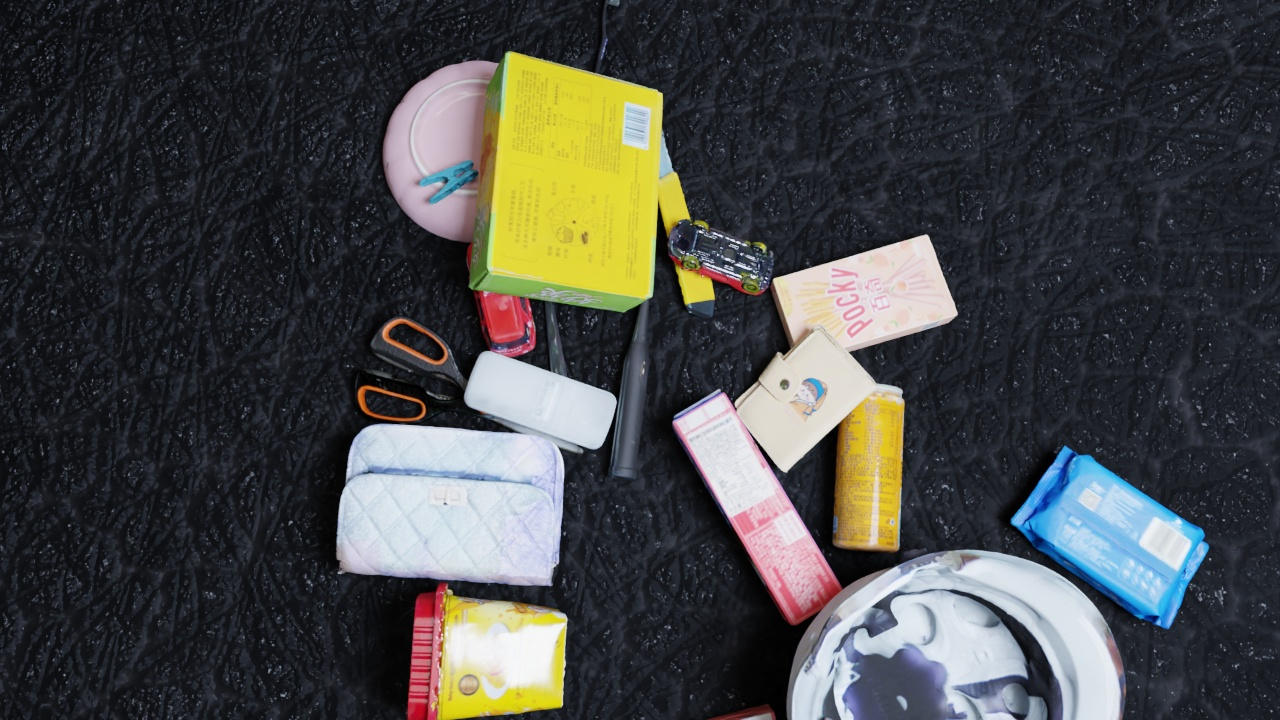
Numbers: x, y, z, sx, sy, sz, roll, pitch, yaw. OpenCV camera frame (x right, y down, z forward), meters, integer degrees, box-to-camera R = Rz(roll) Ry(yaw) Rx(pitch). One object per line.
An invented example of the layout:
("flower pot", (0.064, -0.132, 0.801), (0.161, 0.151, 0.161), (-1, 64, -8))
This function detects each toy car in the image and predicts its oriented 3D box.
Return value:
("toy car", (0.075, -0.098, 0.871), (0.106, 0.031, 0.049), (19, 63, -11))
("toy car", (-0.132, -0.063, 0.869), (0.053, 0.045, 0.120), (-14, 76, -4))

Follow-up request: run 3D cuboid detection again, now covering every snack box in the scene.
("snack box", (0.102, 0.129, 0.819), (0.058, 0.057, 0.207), (-30, 80, -3))
("snack box", (0.211, -0.057, 0.871), (0.157, 0.026, 0.084), (-16, 78, -3))
("snack box", (-0.068, -0.159, 0.847), (0.157, 0.070, 0.210), (8, 78, -22))
("snack box", (0.074, 0.370, 0.775), (0.113, 0.044, 0.127), (-14, 79, -2))

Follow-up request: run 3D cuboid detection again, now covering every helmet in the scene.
("helmet", (0.236, 0.271, 0.743), (0.258, 0.146, 0.229), (-27, 82, -13))

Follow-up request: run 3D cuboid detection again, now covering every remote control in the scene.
("remote control", (-0.092, 0.037, 0.844), (0.136, 0.020, 0.055), (19, 79, -1))

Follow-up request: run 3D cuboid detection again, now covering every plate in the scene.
("plate", (-0.162, -0.213, 0.902), (0.192, 0.039, 0.192), (0, 78, 1))

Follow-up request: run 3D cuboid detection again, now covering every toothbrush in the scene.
("toothbrush", (-0.086, -0.043, 0.879), (0.015, 0.018, 0.181), (-8, 80, -4))
("toothbrush", (-0.040, -0.306, 0.934), (0.016, 0.014, 0.188), (12, 79, -9))
("toothbrush", (-0.005, 0.005, 0.863), (0.026, 0.027, 0.212), (18, 73, -42))

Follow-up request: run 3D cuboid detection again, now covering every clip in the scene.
("clip", (-0.180, -0.171, 0.866), (0.056, 0.014, 0.040), (-30, 80, -6))

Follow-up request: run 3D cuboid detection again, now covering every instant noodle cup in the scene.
("instant noodle cup", (-0.128, 0.249, 0.775), (0.123, 0.116, 0.116), (4, 78, -10))

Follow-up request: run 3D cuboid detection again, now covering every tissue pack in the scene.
("tissue pack", (0.414, 0.155, 0.811), (0.157, 0.052, 0.095), (35, 79, 7))

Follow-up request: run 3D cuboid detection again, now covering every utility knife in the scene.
("utility knife", (0.037, -0.137, 0.895), (0.033, 0.015, 0.206), (-9, 77, -22))

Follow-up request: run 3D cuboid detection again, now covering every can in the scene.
("can", (0.205, 0.097, 0.823), (0.058, 0.058, 0.146), (5, 78, 2))

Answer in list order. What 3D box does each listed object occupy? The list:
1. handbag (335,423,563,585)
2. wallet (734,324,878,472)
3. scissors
("handbag", (-0.167, 0.127, 0.813), (0.194, 0.075, 0.134), (3, 83, 2))
("wallet", (0.144, 0.031, 0.830), (0.115, 0.024, 0.087), (-47, 61, 19))
("scissors", (-0.163, 0.049, 0.863), (0.162, 0.022, 0.234), (-45, 88, -1))
